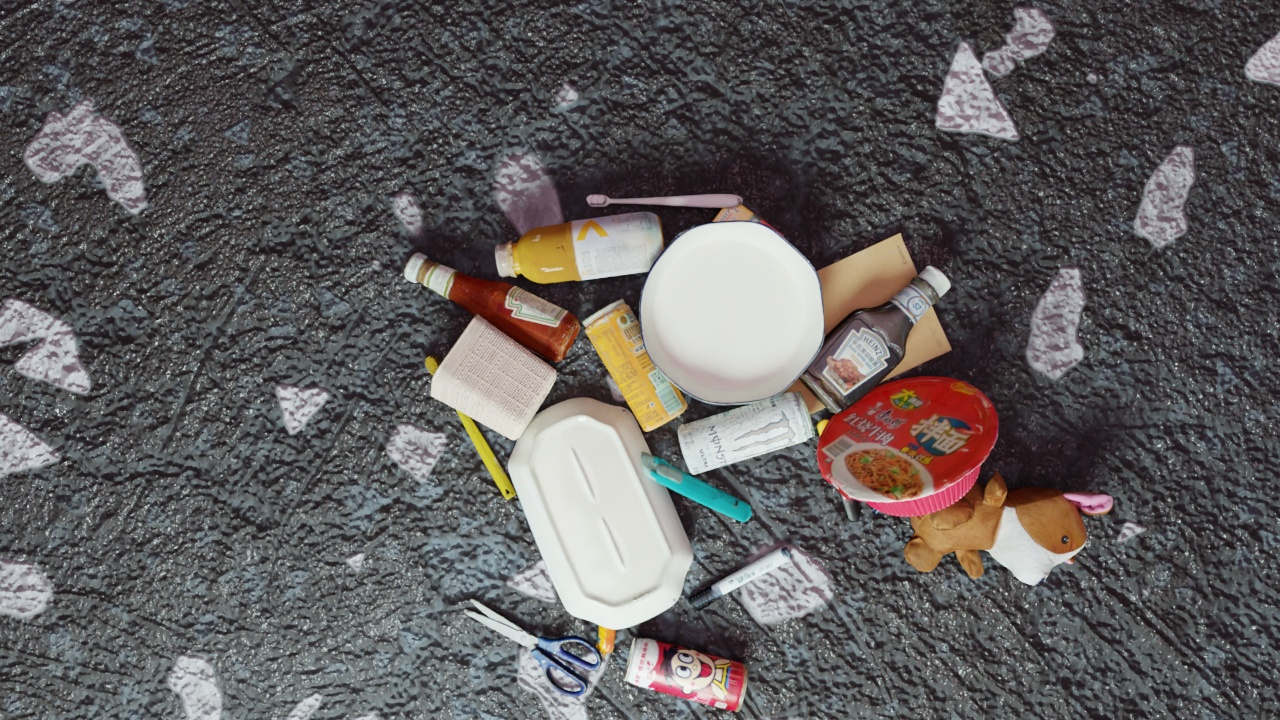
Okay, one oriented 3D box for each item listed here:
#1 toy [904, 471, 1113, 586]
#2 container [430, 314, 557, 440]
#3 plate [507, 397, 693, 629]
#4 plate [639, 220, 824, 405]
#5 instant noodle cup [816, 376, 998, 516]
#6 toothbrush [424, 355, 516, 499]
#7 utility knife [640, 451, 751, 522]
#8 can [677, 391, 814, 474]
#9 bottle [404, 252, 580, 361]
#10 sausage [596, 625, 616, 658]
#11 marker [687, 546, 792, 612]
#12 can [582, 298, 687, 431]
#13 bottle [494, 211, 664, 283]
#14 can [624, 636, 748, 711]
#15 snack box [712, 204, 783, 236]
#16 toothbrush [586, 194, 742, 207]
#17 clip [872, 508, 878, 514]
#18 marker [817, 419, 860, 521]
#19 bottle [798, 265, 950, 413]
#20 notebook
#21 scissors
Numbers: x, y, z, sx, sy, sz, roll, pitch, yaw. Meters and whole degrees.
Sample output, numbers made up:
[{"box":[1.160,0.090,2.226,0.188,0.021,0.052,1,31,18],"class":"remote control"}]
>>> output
[{"box":[0.400,0.185,1.007,0.199,0.140,0.130,4,51,-7],"class":"toy"},{"box":[-0.161,0.023,1.020,0.111,0.090,0.090,32,68,-2],"class":"container"},{"box":[-0.047,0.169,1.032,0.162,0.034,0.265,-22,81,-3],"class":"plate"},{"box":[0.100,-0.052,1.021,0.205,0.045,0.205,0,91,-2],"class":"plate"},{"box":[0.292,0.102,0.995,0.194,0.193,0.066,-27,121,0],"class":"instant noodle cup"},{"box":[-0.198,0.077,1.062,0.015,0.016,0.190,-31,89,0],"class":"toothbrush"},{"box":[0.064,0.145,1.043,0.151,0.013,0.029,27,62,-14],"class":"utility knife"},{"box":[0.118,0.081,1.034,0.147,0.058,0.058,-17,89,4],"class":"can"},{"box":[-0.171,-0.065,1.045,0.206,0.060,0.060,25,89,3],"class":"bottle"},{"box":[-0.033,0.260,1.056,0.021,0.021,0.165,7,89,0],"class":"sausage"},{"box":[0.115,0.252,1.057,0.131,0.018,0.022,-28,98,1],"class":"marker"},{"box":[-0.006,0.006,1.041,0.058,0.058,0.146,-30,89,0],"class":"can"},{"box":[-0.068,-0.125,1.039,0.189,0.068,0.068,-8,89,0],"class":"bottle"},{"box":[0.051,0.354,1.038,0.133,0.053,0.053,15,89,1],"class":"can"},{"box":[0.088,-0.102,1.057,0.077,0.027,0.156,36,90,0],"class":"snack box"},{"box":[0.026,-0.183,1.049,0.180,0.016,0.016,2,89,10],"class":"toothbrush"},{"box":[0.280,0.148,1.054,0.058,0.027,0.045,-43,81,-1],"class":"clip"},{"box":[0.229,0.127,1.060,0.018,0.015,0.124,-18,92,2],"class":"marker"},{"box":[0.268,-0.029,1.037,0.195,0.044,0.080,-44,92,0],"class":"bottle"},{"box":[0.235,-0.036,1.064,0.211,0.012,0.149,-25,91,0],"class":"notebook"},{"box":[-0.121,0.316,1.054,0.125,0.012,0.173,-34,92,14],"class":"scissors"}]
